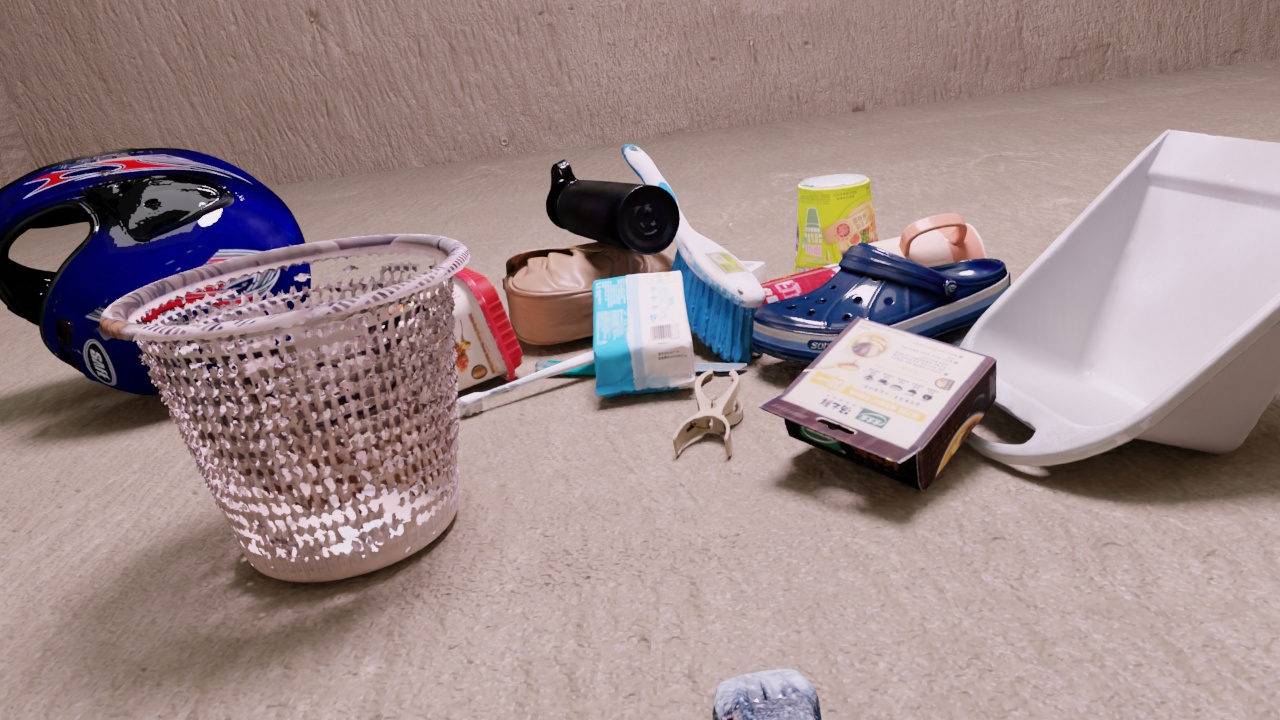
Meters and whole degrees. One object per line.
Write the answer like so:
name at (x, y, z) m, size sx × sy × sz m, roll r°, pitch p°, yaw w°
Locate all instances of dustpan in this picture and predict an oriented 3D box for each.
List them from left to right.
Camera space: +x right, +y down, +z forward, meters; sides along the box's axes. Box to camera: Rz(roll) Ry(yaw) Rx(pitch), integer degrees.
dustpan at (0.333, -0.043, 0.634) m, size 0.142 × 0.258 × 0.222 m, roll 12°, pitch 16°, yaw -15°

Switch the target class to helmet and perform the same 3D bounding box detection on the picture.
helmet at (-0.515, -0.080, 0.976) m, size 0.314 × 0.248 × 0.240 m, roll -14°, pitch 55°, yaw -24°

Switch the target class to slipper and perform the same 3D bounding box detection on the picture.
slipper at (0.223, -0.061, 0.829) m, size 0.252 × 0.095 × 0.105 m, roll -14°, pitch 14°, yaw -14°

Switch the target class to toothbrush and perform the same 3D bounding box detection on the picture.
toothbrush at (-0.089, 0.015, 0.869) m, size 0.179 × 0.016 × 0.016 m, roll -21°, pitch 37°, yaw -24°

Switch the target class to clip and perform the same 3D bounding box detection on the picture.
clip at (0.059, 0.043, 0.732) m, size 0.074 × 0.035 × 0.100 m, roll 0°, pitch 26°, yaw 19°

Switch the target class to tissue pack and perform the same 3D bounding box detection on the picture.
tissue pack at (0.001, -0.024, 0.854) m, size 0.090 × 0.063 × 0.139 m, roll -7°, pitch 43°, yaw 2°

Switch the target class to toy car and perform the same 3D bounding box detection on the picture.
toy car at (0.061, 0.168, 0.387) m, size 0.049 × 0.031 × 0.105 m, roll -10°, pitch 21°, yaw -4°

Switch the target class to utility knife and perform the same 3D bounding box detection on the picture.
utility knife at (-0.005, 0.005, 0.886) m, size 0.219 × 0.013 × 0.029 m, roll 0°, pitch 25°, yaw 19°

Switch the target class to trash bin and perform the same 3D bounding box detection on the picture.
trash bin at (-0.213, 0.032, 0.623) m, size 0.227 × 0.192 × 0.227 m, roll -7°, pitch 20°, yaw 2°

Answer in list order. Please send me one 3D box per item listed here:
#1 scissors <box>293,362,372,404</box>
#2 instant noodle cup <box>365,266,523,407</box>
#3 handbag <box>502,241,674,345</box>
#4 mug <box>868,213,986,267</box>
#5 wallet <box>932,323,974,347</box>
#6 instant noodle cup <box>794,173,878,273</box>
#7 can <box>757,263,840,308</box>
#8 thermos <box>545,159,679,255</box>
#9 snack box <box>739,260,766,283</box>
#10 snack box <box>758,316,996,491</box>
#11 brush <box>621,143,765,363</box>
scissors at (-0.284, 0.009, 0.983) m, size 0.234 × 0.022 × 0.139 m, roll -23°, pitch 17°, yaw -27°
instant noodle cup at (-0.197, -0.018, 0.897) m, size 0.124 × 0.117 × 0.116 m, roll -29°, pitch 26°, yaw -19°
handbag at (-0.054, -0.087, 1.029) m, size 0.204 × 0.100 × 0.148 m, roll -13°, pitch 26°, yaw -26°
mug at (0.285, -0.099, 0.925) m, size 0.106 × 0.115 × 0.081 m, roll -11°, pitch 54°, yaw -3°
wallet at (0.263, -0.009, 0.822) m, size 0.120 × 0.019 × 0.097 m, roll -22°, pitch 22°, yaw -31°
instant noodle cup at (0.226, -0.150, 1.063) m, size 0.112 × 0.123 × 0.111 m, roll -7°, pitch 20°, yaw 2°
can at (0.164, -0.063, 0.952) m, size 0.132 × 0.053 × 0.053 m, roll -15°, pitch 21°, yaw -21°
thermos at (-0.045, -0.170, 0.994) m, size 0.068 × 0.090 × 0.243 m, roll -36°, pitch 25°, yaw -13°
snack box at (0.067, -0.102, 1.134) m, size 0.157 × 0.027 × 0.084 m, roll 5°, pitch 24°, yaw 32°
snack box at (0.168, 0.030, 0.645) m, size 0.113 × 0.053 × 0.125 m, roll 22°, pitch 54°, yaw 41°
brush at (0.045, -0.121, 0.958) m, size 0.060 × 0.110 × 0.314 m, roll -10°, pitch 36°, yaw -23°
